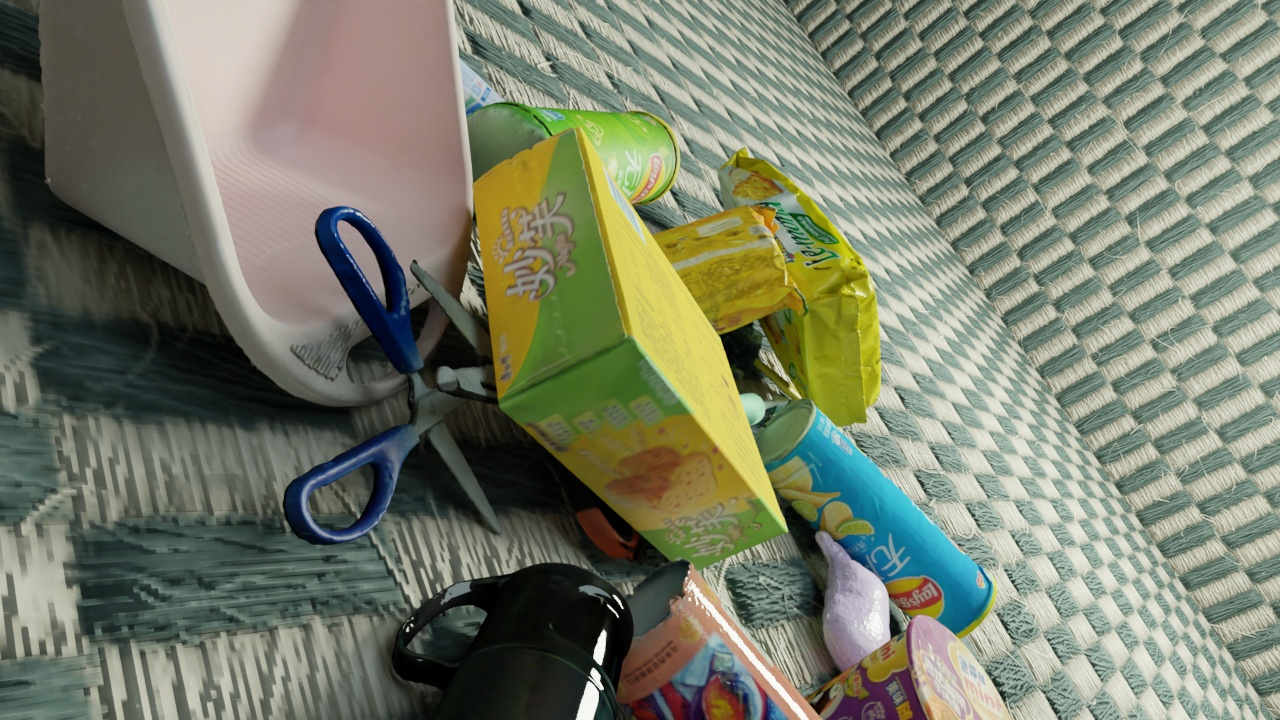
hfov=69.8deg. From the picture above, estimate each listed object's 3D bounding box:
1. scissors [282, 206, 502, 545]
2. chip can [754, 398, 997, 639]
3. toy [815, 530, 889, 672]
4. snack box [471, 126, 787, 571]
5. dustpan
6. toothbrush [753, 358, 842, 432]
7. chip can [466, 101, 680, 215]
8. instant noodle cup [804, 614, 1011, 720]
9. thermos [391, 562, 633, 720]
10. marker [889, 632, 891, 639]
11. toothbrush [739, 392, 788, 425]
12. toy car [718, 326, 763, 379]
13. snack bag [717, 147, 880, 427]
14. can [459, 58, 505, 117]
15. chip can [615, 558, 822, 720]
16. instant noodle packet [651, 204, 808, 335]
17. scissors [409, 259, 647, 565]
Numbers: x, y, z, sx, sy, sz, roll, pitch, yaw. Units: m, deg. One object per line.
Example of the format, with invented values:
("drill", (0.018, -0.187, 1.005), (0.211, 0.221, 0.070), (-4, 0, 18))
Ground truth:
("scissors", (-0.097, 0.020, 0.385), (0.162, 0.012, 0.173), (-71, 145, -53))
("chip can", (0.177, 0.123, 0.702), (0.210, 0.071, 0.071), (44, 27, -12))
("toy", (0.149, 0.175, 0.640), (0.084, 0.039, 0.107), (47, 28, -12))
("snack box", (-0.003, 0.003, 0.499), (0.210, 0.070, 0.157), (52, 18, -48))
("dustpan", (-0.121, -0.127, 0.386), (0.139, 0.274, 0.222), (27, 29, 5))
("toothbrush", (0.124, 0.023, 0.826), (0.190, 0.017, 0.015), (36, 29, -34))
("chip can", (-0.042, -0.132, 0.611), (0.072, 0.073, 0.220), (54, 26, 2))
("instant noodle cup", (0.142, 0.213, 0.510), (0.111, 0.099, 0.111), (40, 28, -27))
("thermos", (-0.064, 0.159, 0.281), (0.090, 0.069, 0.242), (15, 28, 3))
("marker", (0.183, 0.216, 0.674), (0.018, 0.015, 0.124), (45, 24, -24))
("toothbrush", (0.072, 0.040, 0.702), (0.026, 0.027, 0.224), (31, 17, 23))
("toy car", (0.062, -0.016, 0.741), (0.090, 0.043, 0.034), (20, 7, -42))
("snack bag", (0.140, -0.067, 0.808), (0.246, 0.068, 0.158), (-112, -177, -48))
("can", (-0.143, -0.183, 0.591), (0.134, 0.053, 0.053), (40, 28, -26))
("chip can", (0.065, 0.195, 0.433), (0.214, 0.071, 0.071), (50, 25, -4))
("instant noodle packet", (0.053, -0.064, 0.696), (0.044, 0.128, 0.110), (74, 2, -52))
("scissors", (-0.047, 0.026, 0.471), (0.226, 0.015, 0.188), (61, 13, -21))
